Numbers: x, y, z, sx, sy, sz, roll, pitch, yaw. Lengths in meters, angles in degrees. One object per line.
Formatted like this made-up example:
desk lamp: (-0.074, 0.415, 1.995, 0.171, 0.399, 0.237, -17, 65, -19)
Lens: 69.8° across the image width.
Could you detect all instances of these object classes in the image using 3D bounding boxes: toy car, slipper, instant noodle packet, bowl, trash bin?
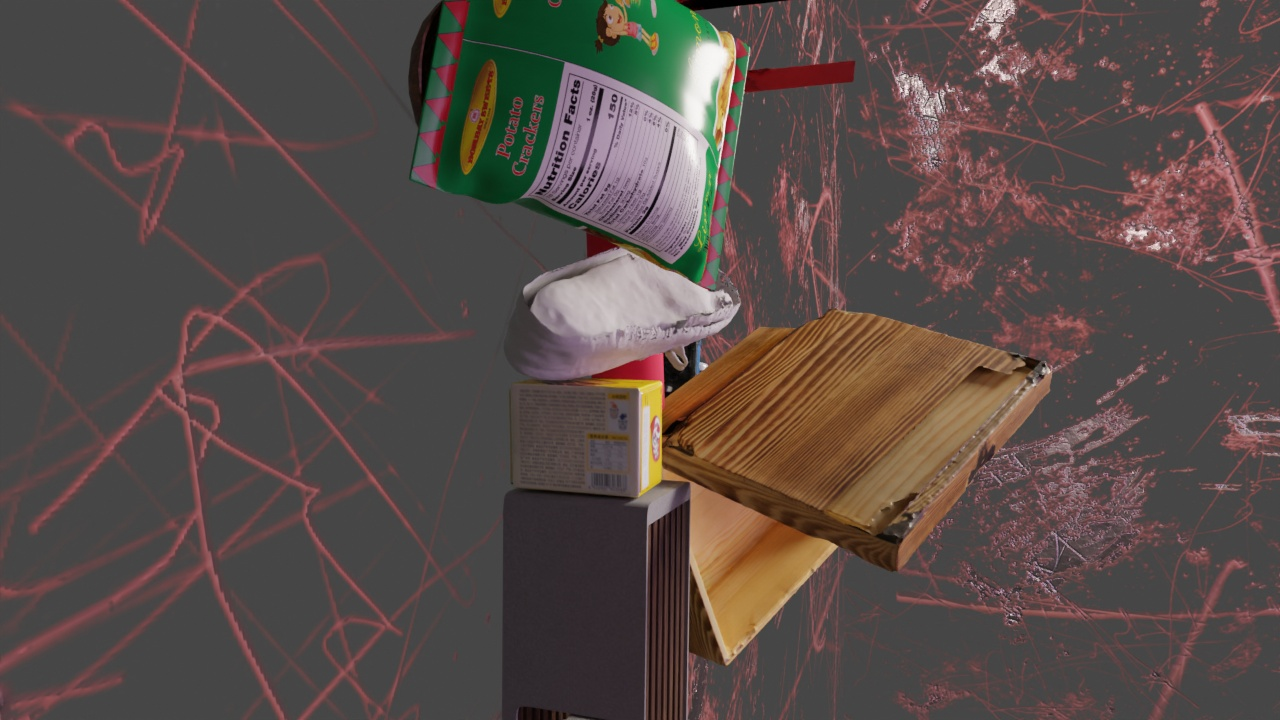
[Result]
toy car: (0.044, 0.002, 1.030, 0.043, 0.056, 0.120, 34, 58, -69)
slipper: (-0.007, -0.037, 0.742, 0.246, 0.075, 0.112, -19, 78, -45)
instant noodle packet: (-0.024, -0.172, 0.613, 0.252, 0.090, 0.195, 15, 80, -40)
bowl: (-0.120, -0.173, 0.580, 0.102, 0.026, 0.114, 67, 32, -50)
trash bin: (-0.032, 0.214, 0.731, 0.114, 0.115, 0.229, -7, 98, -71)

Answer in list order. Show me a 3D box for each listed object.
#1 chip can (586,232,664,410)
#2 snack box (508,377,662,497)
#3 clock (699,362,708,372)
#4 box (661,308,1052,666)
chip can: (-0.014, -0.062, 0.831, 0.069, 0.069, 0.221, -30, 120, -68)
snack box: (-0.041, 0.056, 0.706, 0.061, 0.106, 0.083, -17, 108, -72)
clock: (0.063, 0.051, 1.119, 0.094, 0.035, 0.123, -36, 124, -67)
box: (0.173, 0.104, 0.843, 0.278, 0.335, 0.286, -34, 114, -35)
